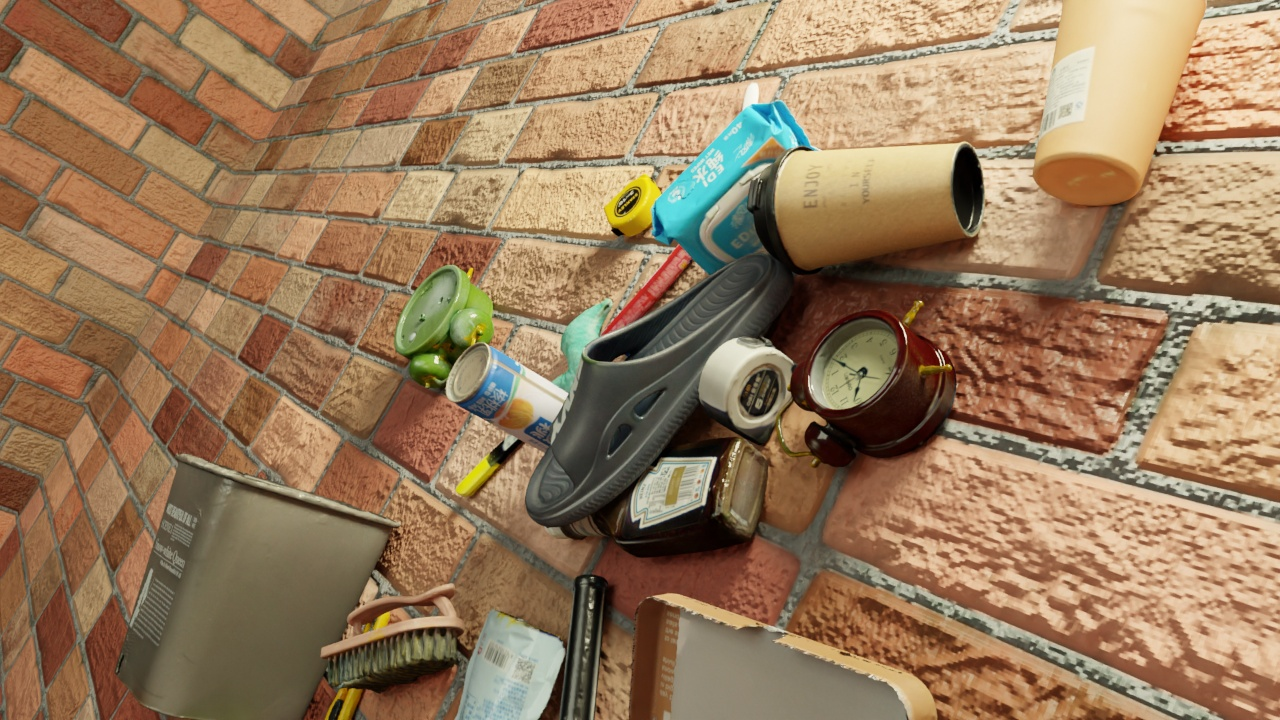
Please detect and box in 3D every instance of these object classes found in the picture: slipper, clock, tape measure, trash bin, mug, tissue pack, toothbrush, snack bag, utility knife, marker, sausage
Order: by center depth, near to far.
[{"bbox_3d":[0.277,-0.159,0.542,0.078,0.078,0.122,5,70,50],"label":"mug"},{"bbox_3d":[0.136,0.020,0.573,0.122,0.055,0.082,-36,40,27],"label":"clock"},{"bbox_3d":[-0.044,0.249,0.621,0.026,0.027,0.212,1,55,5],"label":"toothbrush"},{"bbox_3d":[0.074,0.017,0.636,0.033,0.066,0.065,27,84,50],"label":"tape measure"},{"bbox_3d":[-0.119,0.284,0.671,0.110,0.039,0.190,5,67,45],"label":"snack bag"},{"bbox_3d":[-0.004,0.004,0.686,0.268,0.083,0.110,-46,22,-1],"label":"slipper"},{"bbox_3d":[0.083,-0.128,0.722,0.140,0.090,0.063,-43,37,17],"label":"tissue pack"},{"bbox_3d":[0.014,-0.065,0.807,0.156,0.020,0.020,-49,36,2],"label":"sausage"},{"bbox_3d":[0.090,-0.187,0.825,0.016,0.016,0.179,-16,51,39],"label":"toothbrush"},{"bbox_3d":[-0.268,0.297,0.848,0.033,0.015,0.154,-7,57,43],"label":"utility knife"},{"bbox_3d":[-0.127,0.084,0.861,0.124,0.015,0.018,-44,38,10],"label":"marker"},{"bbox_3d":[-0.004,-0.147,0.890,0.060,0.029,0.057,-41,37,19],"label":"tape measure"},{"bbox_3d":[-0.387,0.225,0.905,0.199,0.198,0.219,3,70,50],"label":"trash bin"},{"bbox_3d":[-0.216,-0.035,1.020,0.116,0.056,0.161,-43,37,17],"label":"clock"}]

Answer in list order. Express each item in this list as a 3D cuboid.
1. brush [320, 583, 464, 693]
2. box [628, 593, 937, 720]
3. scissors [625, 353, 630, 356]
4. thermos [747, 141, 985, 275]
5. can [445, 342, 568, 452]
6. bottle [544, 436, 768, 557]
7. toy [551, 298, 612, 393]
[{"bbox_3d":[-0.207,0.237,0.787,0.146,0.063,0.073,-27,54,32],"label":"brush"},{"bbox_3d":[0.046,0.262,0.437,0.178,0.106,0.271,3,76,50],"label":"box"},{"bbox_3d":[0.028,0.013,0.740,0.162,0.012,0.176,-55,37,-2],"label":"scissors"},{"bbox_3d":[0.155,-0.108,0.631,0.143,0.093,0.093,0,62,41],"label":"thermos"},{"bbox_3d":[-0.090,0.039,0.749,0.053,0.134,0.053,-29,43,32],"label":"can"},{"bbox_3d":[0.002,0.105,0.670,0.195,0.044,0.079,-17,43,42],"label":"bottle"},{"bbox_3d":[-0.058,-0.003,0.837,0.097,0.030,0.091,-38,37,26],"label":"toy"}]
